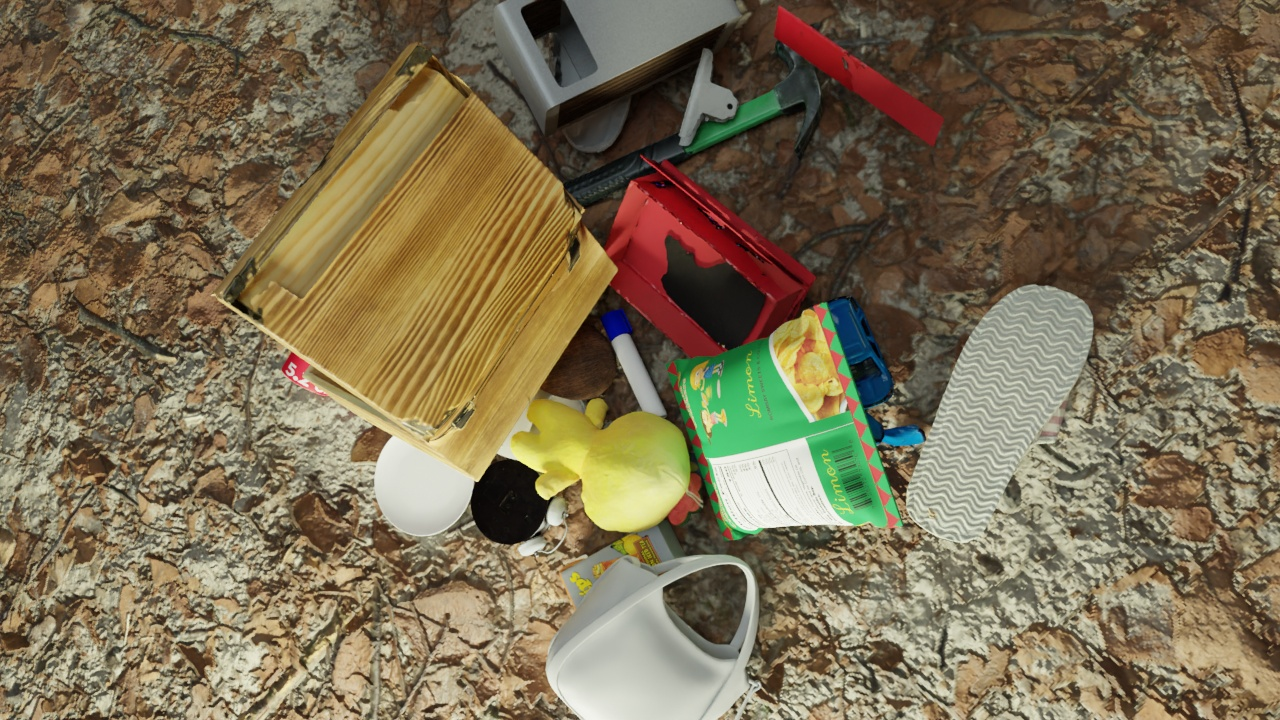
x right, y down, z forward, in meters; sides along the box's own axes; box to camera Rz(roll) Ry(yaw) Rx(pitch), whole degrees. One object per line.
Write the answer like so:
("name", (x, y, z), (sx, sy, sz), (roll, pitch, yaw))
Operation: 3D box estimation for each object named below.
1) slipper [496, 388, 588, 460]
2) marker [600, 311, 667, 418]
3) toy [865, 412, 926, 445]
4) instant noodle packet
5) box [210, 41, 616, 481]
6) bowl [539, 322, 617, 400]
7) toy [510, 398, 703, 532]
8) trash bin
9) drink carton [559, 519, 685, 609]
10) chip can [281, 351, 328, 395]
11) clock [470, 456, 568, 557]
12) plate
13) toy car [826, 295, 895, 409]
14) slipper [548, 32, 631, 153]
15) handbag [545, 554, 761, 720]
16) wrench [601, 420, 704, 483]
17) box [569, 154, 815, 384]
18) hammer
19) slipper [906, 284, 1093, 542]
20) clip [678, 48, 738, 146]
("slipper", (-0.183, 0.022, 1.040), (0.266, 0.081, 0.112), (27, 70, 23))
("marker", (-0.006, 0.006, 1.023), (0.027, 0.023, 0.133), (-23, 74, -8))
("toy", (0.185, 0.071, 0.913), (0.177, 0.113, 0.071), (4, 69, 28))
("instant noodle packet", (0.121, 0.070, 0.861), (0.253, 0.090, 0.195), (-23, 85, 57))
("box", (-0.220, -0.091, 0.881), (0.287, 0.334, 0.278), (20, 69, 37))
("bowl", (-0.078, -0.009, 1.013), (0.114, 0.026, 0.101), (20, 58, -7))
("toy", (-0.033, 0.103, 0.953), (0.208, 0.092, 0.133), (18, 65, 19))
("trash bin", (-0.027, -0.354, 0.985), (0.228, 0.114, 0.114), (-28, 93, -6))
("drink carton", (-0.016, 0.227, 0.980), (0.125, 0.048, 0.076), (-31, 74, 12))
("chip can", (-0.355, -0.066, 1.127), (0.069, 0.069, 0.220), (33, 94, 20))
("clock", (-0.134, 0.167, 1.037), (0.122, 0.035, 0.094), (37, 95, 19))
("plate", (-0.256, 0.140, 1.094), (0.135, 0.011, 0.134), (-3, 81, 18))
("toy car", (0.216, -0.009, 0.938), (0.056, 0.043, 0.120), (-23, 76, 14))
("slipper", (-0.067, -0.364, 1.070), (0.112, 0.074, 0.246), (-6, 89, 9))
("handbag", (0.036, 0.291, 0.932), (0.222, 0.095, 0.216), (-44, 98, 1))
("wrench", (0.065, 0.114, 0.984), (0.274, 0.022, 0.073), (8, 86, 21))
("box", (0.037, -0.081, 0.925), (0.213, 0.152, 0.165), (42, 136, 18))
("hammer", (0.052, -0.244, 1.037), (0.319, 0.032, 0.130), (-21, 76, 15))
("slipper", (0.344, 0.053, 0.883), (0.115, 0.052, 0.263), (28, 88, 18))
("clip", (0.072, -0.283, 1.002), (0.052, 0.057, 0.102), (14, 88, 45))
